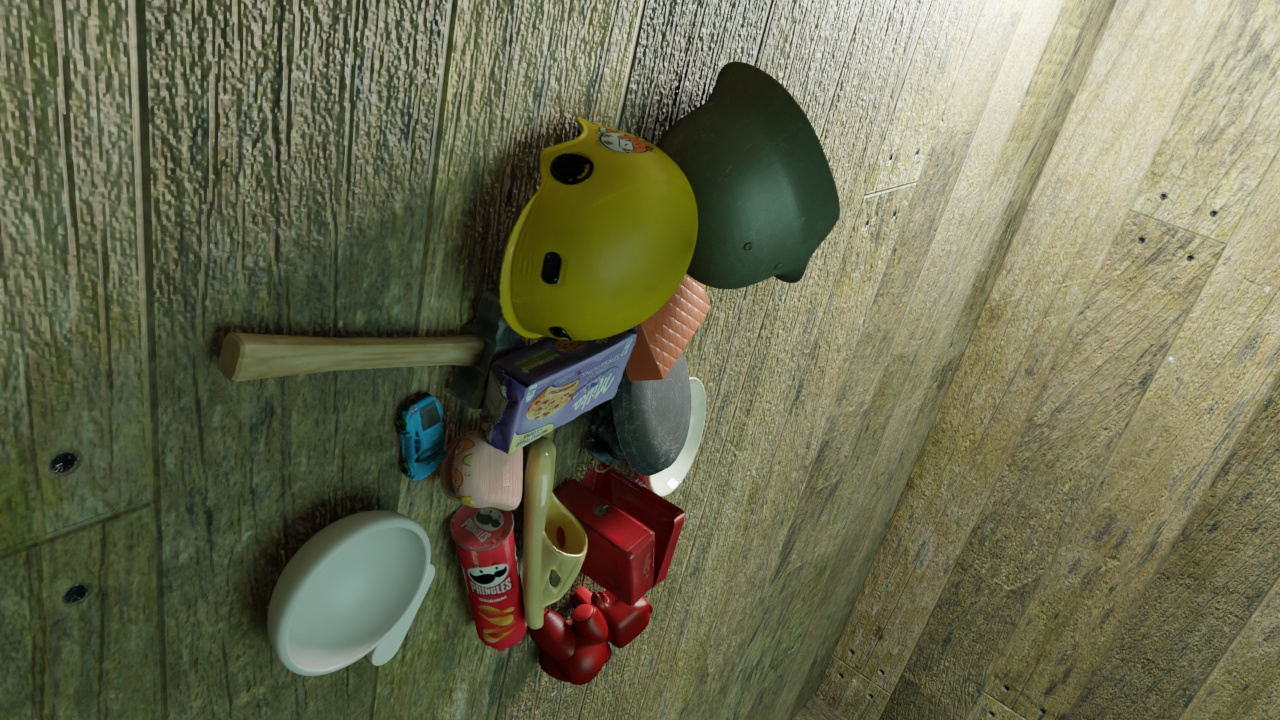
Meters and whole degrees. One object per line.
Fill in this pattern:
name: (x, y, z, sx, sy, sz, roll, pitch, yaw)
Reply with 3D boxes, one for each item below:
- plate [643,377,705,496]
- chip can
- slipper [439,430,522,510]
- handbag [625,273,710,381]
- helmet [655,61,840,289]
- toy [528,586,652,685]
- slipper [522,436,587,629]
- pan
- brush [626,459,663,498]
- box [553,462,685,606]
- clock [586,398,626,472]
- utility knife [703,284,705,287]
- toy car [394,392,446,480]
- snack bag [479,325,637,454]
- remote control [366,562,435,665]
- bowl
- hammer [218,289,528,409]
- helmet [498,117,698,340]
plate: (0.044, 0.109, 1.360, 0.181, 0.034, 0.183, -42, 141, -49)
chip can: (-0.182, 0.270, 1.131, 0.073, 0.073, 0.233, -40, 146, -33)
slipper: (-0.179, 0.114, 0.989, 0.197, 0.081, 0.093, 57, 34, -80)
handbag: (0.017, -0.067, 1.098, 0.171, 0.060, 0.109, -54, 134, -49)
helmet: (0.093, -0.177, 1.042, 0.153, 0.227, 0.268, -33, 133, -12)
toy: (-0.065, 0.399, 1.394, 0.196, 0.120, 0.159, -33, 141, -24)
slipper: (-0.105, 0.215, 1.149, 0.111, 0.079, 0.262, -97, -171, -65)
pan: (-0.007, 0.006, 1.138, 0.357, 0.040, 0.207, 57, 38, -49)
brush: (-0.006, 0.177, 1.371, 0.030, 0.041, 0.172, -40, 147, -6)
box: (-0.044, 0.240, 1.238, 0.122, 0.157, 0.137, -27, 136, -50)
clock: (-0.030, 0.094, 1.238, 0.090, 0.052, 0.129, 3, 118, -59)
utility knife: (0.091, -0.116, 1.275, 0.155, 0.017, 0.030, -47, 140, -18)
toy car: (-0.220, 0.082, 0.935, 0.048, 0.032, 0.105, -33, 143, -41)
snack bag: (-0.083, 0.016, 0.958, 0.204, 0.058, 0.097, -28, 146, -48)
remote control: (-0.276, 0.291, 1.059, 0.043, 0.013, 0.136, 15, 103, -61)
bowl: (-0.295, 0.217, 0.903, 0.176, 0.066, 0.177, -39, 145, -34)
hammer: (-0.223, -0.007, 0.825, 0.322, 0.051, 0.117, -3, 119, -57)
helmet: (-0.024, -0.113, 0.904, 0.209, 0.140, 0.239, 87, 23, -45)
